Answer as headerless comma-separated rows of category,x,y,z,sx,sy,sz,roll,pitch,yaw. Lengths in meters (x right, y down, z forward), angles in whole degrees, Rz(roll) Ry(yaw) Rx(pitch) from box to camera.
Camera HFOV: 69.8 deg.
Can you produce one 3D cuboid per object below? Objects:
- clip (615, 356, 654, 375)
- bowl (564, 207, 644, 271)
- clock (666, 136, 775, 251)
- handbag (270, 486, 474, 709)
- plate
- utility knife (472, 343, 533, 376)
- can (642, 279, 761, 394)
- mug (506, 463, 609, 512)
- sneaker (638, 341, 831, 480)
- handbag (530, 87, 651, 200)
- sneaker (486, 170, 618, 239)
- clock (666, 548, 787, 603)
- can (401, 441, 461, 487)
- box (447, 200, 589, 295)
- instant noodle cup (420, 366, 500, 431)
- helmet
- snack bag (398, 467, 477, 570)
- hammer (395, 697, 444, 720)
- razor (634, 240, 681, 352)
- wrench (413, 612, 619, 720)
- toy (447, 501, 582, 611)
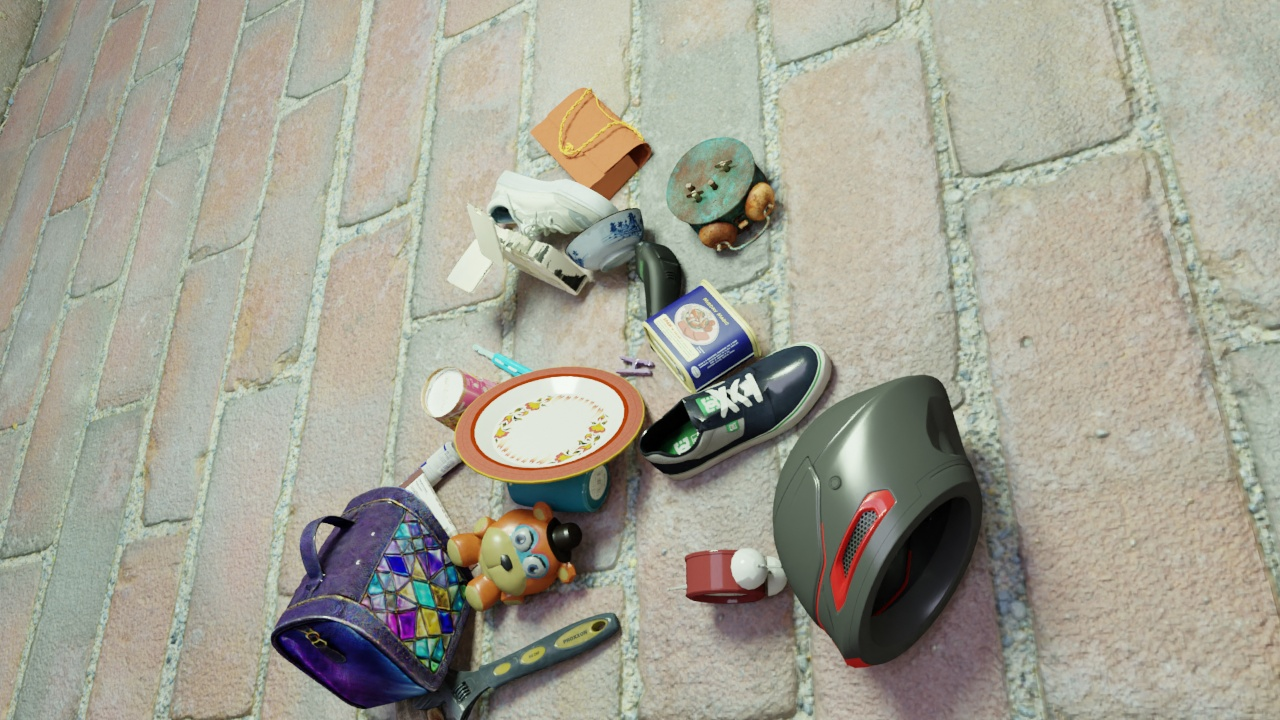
clip,-0.007,0.009,1.150,0.052,0.013,0.035,9,75,31
bowl,-0.038,-0.148,1.189,0.114,0.114,0.045,-31,83,17
clock,0.102,-0.203,1.137,0.121,0.073,0.157,-38,55,13
handbag,-0.314,0.270,1.071,0.126,0.222,0.204,-21,28,22
plate,-0.108,0.078,1.106,0.230,0.021,0.229,-6,33,4
utility knife,-0.184,0.007,1.261,0.152,0.015,0.022,24,108,38
can,0.069,-0.026,1.073,0.092,0.056,0.116,-33,54,-7
mug,-0.089,0.132,1.113,0.104,0.084,0.111,7,45,28
sneaker,0.102,0.052,1.021,0.236,0.079,0.084,-34,55,14
handbag,-0.073,-0.314,1.305,0.109,0.060,0.172,-43,54,4
sneaker,-0.129,-0.200,1.274,0.242,0.089,0.090,20,80,43
clock,0.097,0.222,0.946,0.125,0.087,0.044,-13,64,30
can,-0.282,0.150,1.246,0.095,0.032,0.032,-41,54,10
box,-0.189,-0.127,1.205,0.143,0.193,0.106,26,82,44
instant noodle cup,-0.225,0.058,1.204,0.098,0.108,0.097,-13,64,27
helmet,0.213,0.133,0.864,0.170,0.164,0.265,33,98,48
snack bag,-0.272,0.219,1.206,0.057,0.013,0.158,-41,68,9
hammer,-0.362,0.514,1.135,0.301,0.037,0.157,-38,55,12
razor,0.021,-0.079,1.155,0.067,0.053,0.151,-24,63,52
wrench,-0.146,0.353,1.063,0.274,0.022,0.073,-27,57,11
toy,-0.145,0.230,1.091,0.176,0.096,0.112,-25,86,15
